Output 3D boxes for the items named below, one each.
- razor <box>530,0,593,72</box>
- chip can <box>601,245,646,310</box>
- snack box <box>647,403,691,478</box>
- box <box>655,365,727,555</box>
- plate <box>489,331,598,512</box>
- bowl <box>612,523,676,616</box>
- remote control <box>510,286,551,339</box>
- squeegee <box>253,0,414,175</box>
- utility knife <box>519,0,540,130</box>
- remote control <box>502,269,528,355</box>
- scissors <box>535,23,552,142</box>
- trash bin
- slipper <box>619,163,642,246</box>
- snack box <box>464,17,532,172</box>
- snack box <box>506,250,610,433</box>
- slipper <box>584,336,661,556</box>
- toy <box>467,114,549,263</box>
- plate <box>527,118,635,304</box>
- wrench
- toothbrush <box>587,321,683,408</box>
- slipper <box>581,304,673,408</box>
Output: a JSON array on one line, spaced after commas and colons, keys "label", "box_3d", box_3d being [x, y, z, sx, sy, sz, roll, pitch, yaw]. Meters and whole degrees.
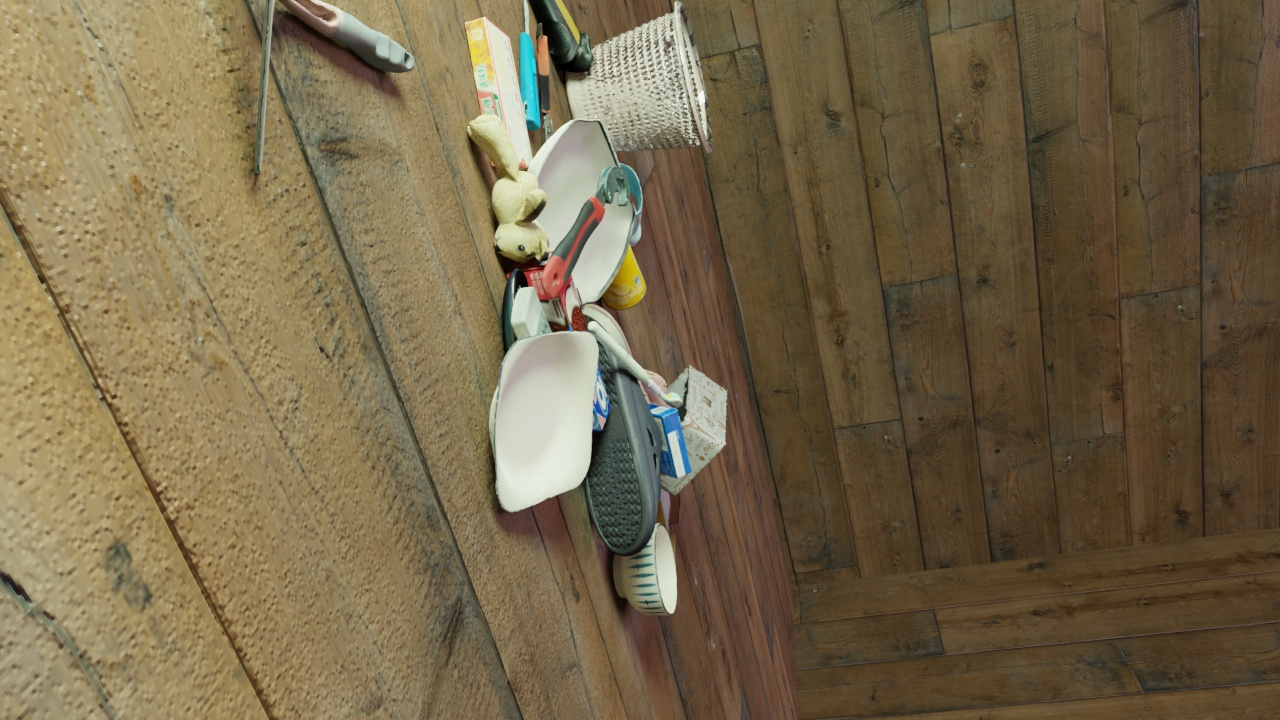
[{"label": "razor", "box_3d": [-0.117, -0.480, 1.287, 0.067, 0.062, 0.167, -59, 144, -21]}, {"label": "chip can", "box_3d": [-0.051, -0.162, 1.283, 0.213, 0.072, 0.072, 65, 19, -51]}, {"label": "snack box", "box_3d": [0.001, 0.095, 1.176, 0.157, 0.026, 0.084, 9, -63, 55]}, {"label": "box", "box_3d": [0.052, 0.159, 1.455, 0.178, 0.125, 0.274, -78, -177, -62]}, {"label": "plate", "box_3d": [-0.097, 0.053, 0.875, 0.163, 0.034, 0.164, -11, 107, -61]}, {"label": "bowl", "box_3d": [0.003, 0.273, 1.186, 0.116, 0.066, 0.116, -9, 89, -77]}, {"label": "remote control", "box_3d": [-0.099, -0.008, 0.929, 0.056, 0.019, 0.135, -85, 163, -48]}, {"label": "squeegee", "box_3d": [-0.217, -0.241, 0.647, 0.249, 0.040, 0.247, -34, 129, -83]}, {"label": "utility knife", "box_3d": [-0.143, -0.382, 1.165, 0.034, 0.018, 0.216, 55, 26, -62]}, {"label": "remote control", "box_3d": [-0.125, -0.025, 0.932, 0.053, 0.024, 0.136, 42, 42, -74]}, {"label": "scissors", "box_3d": [-0.122, -0.321, 1.176, 0.205, 0.015, 0.197, -99, -172, -46]}, {"label": "trash bin", "box_3d": [-0.004, -0.412, 1.411, 0.227, 0.192, 0.227, -10, 89, -78]}, {"label": "slipper", "box_3d": [-0.037, -0.264, 1.428, 0.245, 0.074, 0.104, 47, 33, -66]}, {"label": "snack box", "box_3d": [-0.153, -0.288, 1.010, 0.077, 0.027, 0.156, -19, 99, -78]}, {"label": "snack box", "box_3d": [-0.087, -0.016, 1.023, 0.058, 0.057, 0.208, -71, 149, -61]}, {"label": "slipper", "box_3d": [-0.012, 0.098, 1.111, 0.083, 0.111, 0.268, 3, 68, -38]}, {"label": "toy", "box_3d": [-0.136, -0.174, 0.940, 0.105, 0.066, 0.157, 11, -56, 57]}, {"label": "plate", "box_3d": [-0.077, -0.176, 1.112, 0.161, 0.034, 0.266, -59, 154, -18]}, {"label": "wrench", "box_3d": [-0.058, -0.150, 1.017, 0.272, 0.016, 0.056, -64, 144, -52]}, {"label": "toothbrush", "box_3d": [-0.006, 0.006, 1.085, 0.189, 0.029, 0.020, 43, 69, -44]}, {"label": "slipper", "box_3d": [-0.010, 0.031, 1.229, 0.054, 0.114, 0.274, -41, 126, -24]}]
